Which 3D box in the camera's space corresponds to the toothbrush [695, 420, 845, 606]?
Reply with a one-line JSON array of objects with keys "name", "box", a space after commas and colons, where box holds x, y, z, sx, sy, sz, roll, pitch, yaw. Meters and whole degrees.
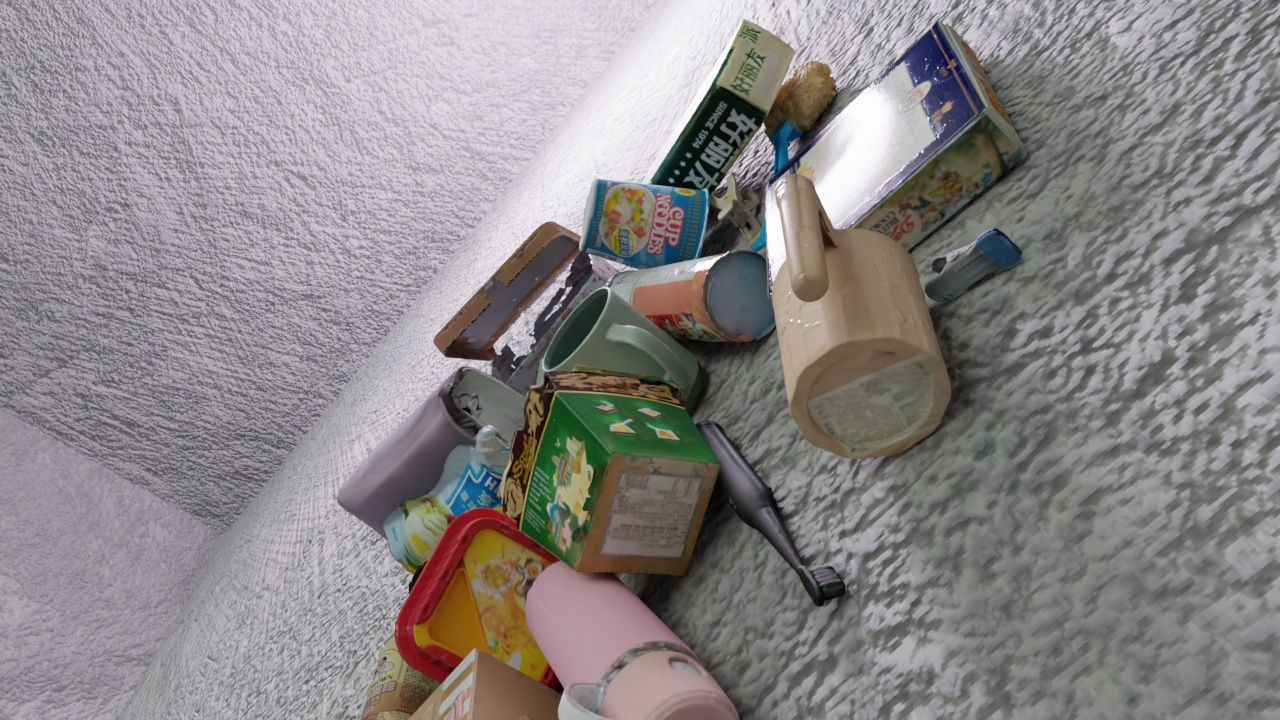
[{"name": "toothbrush", "box": [0.067, 0.082, 0.532, 0.027, 0.026, 0.212, -14, 19, -9]}]

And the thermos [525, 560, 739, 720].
[{"name": "thermos", "box": [-0.019, 0.164, 0.494, 0.199, 0.087, 0.067, -162, 88, -71]}]

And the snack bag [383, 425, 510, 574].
[{"name": "snack bag", "box": [-0.142, 0.135, 0.795, 0.191, 0.110, 0.038, -42, 3, 34]}]

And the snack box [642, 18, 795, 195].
[{"name": "snack box", "box": [0.062, -0.217, 0.934, 0.241, 0.063, 0.114, -49, 14, 54]}]

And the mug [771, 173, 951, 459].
[{"name": "mug", "box": [0.106, -0.025, 0.483, 0.084, 0.125, 0.103, -22, 32, 19]}]

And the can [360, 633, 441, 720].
[{"name": "can", "box": [-0.190, 0.275, 0.733, 0.059, 0.058, 0.116, -46, 20, 20]}]

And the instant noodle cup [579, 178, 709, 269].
[{"name": "instant noodle cup", "box": [0.000, -0.128, 0.878, 0.099, 0.110, 0.099, -171, 91, -82]}]

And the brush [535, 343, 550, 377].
[{"name": "brush", "box": [-0.049, 0.009, 0.832, 0.146, 0.063, 0.073, 130, 128, -60]}]

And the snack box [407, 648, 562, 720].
[{"name": "snack box", "box": [-0.097, 0.246, 0.540, 0.094, 0.077, 0.092, -48, 19, 15]}]

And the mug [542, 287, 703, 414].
[{"name": "mug", "box": [-0.004, 0.004, 0.706, 0.082, 0.106, 0.112, -59, 20, -21]}]

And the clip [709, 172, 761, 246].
[{"name": "clip", "box": [0.097, -0.136, 0.853, 0.035, 0.076, 0.103, -45, 30, 19]}]

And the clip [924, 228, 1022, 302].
[{"name": "clip", "box": [0.183, -0.054, 0.508, 0.057, 0.024, 0.027, -37, 20, 54]}]

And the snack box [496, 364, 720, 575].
[{"name": "snack box", "box": [-0.013, 0.078, 0.585, 0.105, 0.117, 0.118, 38, 116, 57]}]

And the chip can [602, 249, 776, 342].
[{"name": "chip can", "box": [0.035, -0.049, 0.766, 0.071, 0.071, 0.215, -57, 19, -13]}]

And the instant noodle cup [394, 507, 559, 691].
[{"name": "instant noodle cup", "box": [-0.109, 0.181, 0.651, 0.116, 0.116, 0.124, -63, 10, -27]}]

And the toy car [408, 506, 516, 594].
[{"name": "toy car", "box": [-0.129, 0.168, 0.765, 0.156, 0.071, 0.041, -40, 26, 27]}]

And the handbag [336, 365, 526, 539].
[{"name": "handbag", "box": [-0.169, 0.104, 0.858, 0.198, 0.145, 0.098, -39, 26, 34]}]

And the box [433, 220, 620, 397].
[{"name": "box", "box": [-0.107, -0.050, 0.962, 0.182, 0.158, 0.148, -49, 20, 11]}]

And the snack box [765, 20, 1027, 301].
[{"name": "snack box", "box": [0.166, -0.134, 0.649, 0.183, 0.046, 0.177, -41, 22, 31]}]

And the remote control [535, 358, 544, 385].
[{"name": "remote control", "box": [-0.057, 0.057, 0.766, 0.135, 0.019, 0.056, 54, 142, 46]}]

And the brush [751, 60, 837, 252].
[{"name": "brush", "box": [0.134, -0.189, 0.844, 0.083, 0.046, 0.253, -28, 34, 42]}]
